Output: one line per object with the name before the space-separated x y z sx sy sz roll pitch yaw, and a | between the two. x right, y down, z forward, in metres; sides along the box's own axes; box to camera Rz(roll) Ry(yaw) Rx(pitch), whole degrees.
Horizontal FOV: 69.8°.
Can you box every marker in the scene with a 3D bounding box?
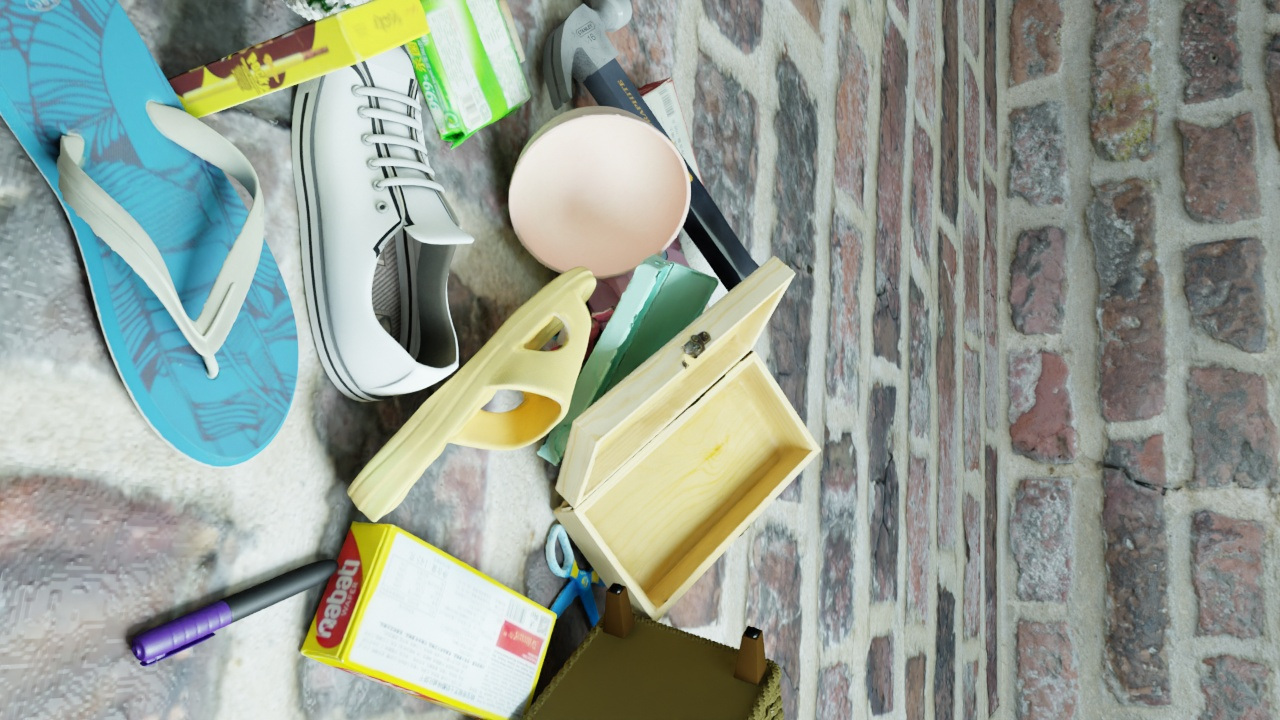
marker | -0.231 0.144 0.538 0.133 0.015 0.018 -17 116 -57

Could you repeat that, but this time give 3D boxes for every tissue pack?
tissue pack | -0.133 -0.234 0.707 0.099 0.034 0.114 -47 127 -46

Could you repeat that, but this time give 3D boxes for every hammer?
hammer | 0.025 -0.188 0.861 0.312 0.035 0.139 53 50 -14

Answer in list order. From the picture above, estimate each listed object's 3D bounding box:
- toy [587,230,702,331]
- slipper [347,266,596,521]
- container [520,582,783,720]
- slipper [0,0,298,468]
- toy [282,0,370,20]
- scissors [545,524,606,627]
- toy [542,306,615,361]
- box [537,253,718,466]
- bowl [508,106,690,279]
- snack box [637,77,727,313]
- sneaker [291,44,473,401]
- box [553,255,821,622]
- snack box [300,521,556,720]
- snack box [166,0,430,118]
toy | 0.002 -0.089 0.870 0.123 0.067 0.157 8 56 -37
slipper | -0.100 0.030 0.668 0.078 0.100 0.262 44 47 -3
container | -0.021 0.336 0.667 0.319 0.177 0.205 -42 136 -51
slipper | -0.250 -0.081 0.486 0.118 0.060 0.295 -51 130 -51
toy | -0.202 -0.242 0.578 0.095 0.041 0.108 43 28 -1
scissors | -0.053 0.196 0.823 0.125 0.013 0.127 -45 121 -51
toy | -0.065 -0.014 0.787 0.050 0.066 0.102 41 49 -8
box | -0.012 0.000 0.784 0.187 0.055 0.138 -60 161 14
bowl | -0.039 -0.151 0.775 0.153 0.153 0.076 57 9 -39
snack box | 0.041 -0.153 0.974 0.076 0.044 0.273 -45 124 -43
sneaker | -0.157 -0.097 0.597 0.091 0.097 0.245 2 86 -58
box | 0.042 0.064 0.807 0.247 0.119 0.253 -40 138 -31
snack box | -0.140 0.194 0.654 0.200 0.042 0.092 46 51 -47
snack box | -0.189 -0.166 0.502 0.061 0.149 0.026 -50 128 -48
